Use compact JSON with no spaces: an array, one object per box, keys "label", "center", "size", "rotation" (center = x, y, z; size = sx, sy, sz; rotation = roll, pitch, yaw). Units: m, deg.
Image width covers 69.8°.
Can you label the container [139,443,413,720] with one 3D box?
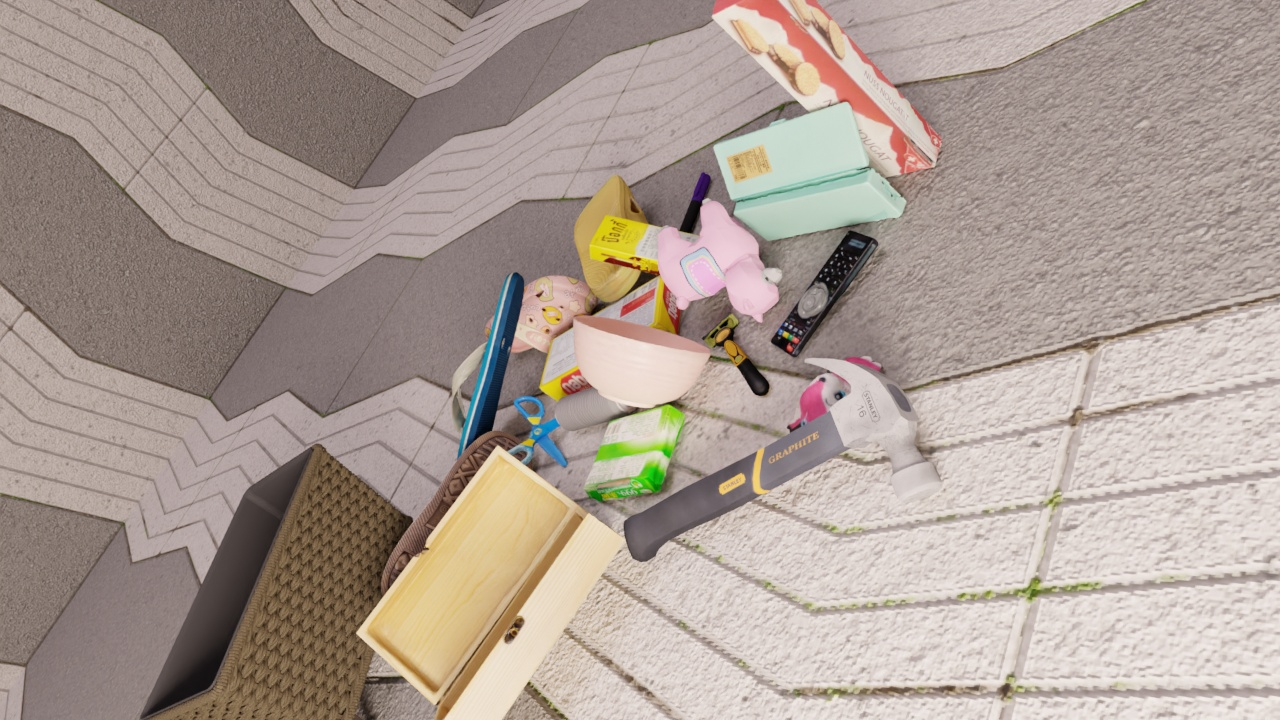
[{"label":"container","center":[-0.401,0.303,1.102],"size":[0.177,0.205,0.320],"rotation":[-29,36,32]}]

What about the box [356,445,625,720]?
[{"label":"box","center":[-0.143,0.239,0.924],"size":[0.253,0.119,0.247],"rotation":[26,76,48]}]

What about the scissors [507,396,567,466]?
[{"label":"scissors","center":[-0.127,0.089,1.122],"size":[0.126,0.013,0.125],"rotation":[-35,53,-17]}]

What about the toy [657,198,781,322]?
[{"label":"toy","center":[0.087,-0.101,1.015],"size":[0.123,0.067,0.157],"rotation":[-32,54,20]}]

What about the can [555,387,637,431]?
[{"label":"can","center":[-0.053,0.053,1.080],"size":[0.107,0.044,0.043],"rotation":[-19,42,42]}]

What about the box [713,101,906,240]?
[{"label":"box","center":[0.169,-0.189,0.964],"size":[0.187,0.138,0.055],"rotation":[-5,45,51]}]

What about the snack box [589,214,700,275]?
[{"label":"snack box","center":[0.017,-0.136,1.122],"size":[0.149,0.026,0.061],"rotation":[15,52,13]}]

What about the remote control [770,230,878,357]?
[{"label":"remote control","center":[0.185,-0.066,0.921],"size":[0.140,0.021,0.045],"rotation":[-54,29,3]}]

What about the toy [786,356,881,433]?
[{"label":"toy","center":[0.168,0.029,0.814],"size":[0.102,0.050,0.065],"rotation":[-47,25,-5]}]

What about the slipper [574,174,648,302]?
[{"label":"slipper","center":[-0.031,-0.157,1.250],"size":[0.100,0.078,0.263],"rotation":[-39,32,19]}]

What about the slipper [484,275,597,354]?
[{"label":"slipper","center":[-0.145,-0.047,1.276],"size":[0.198,0.093,0.081],"rotation":[-27,48,36]}]

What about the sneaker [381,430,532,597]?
[{"label":"sneaker","center":[-0.224,0.200,1.122],"size":[0.245,0.091,0.097],"rotation":[-58,5,-20]}]

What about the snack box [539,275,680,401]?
[{"label":"snack box","center":[-0.038,-0.024,1.148],"size":[0.201,0.042,0.092],"rotation":[-29,36,32]}]

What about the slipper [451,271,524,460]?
[{"label":"slipper","center":[-0.212,0.022,1.195],"size":[0.118,0.060,0.294],"rotation":[119,165,-85]}]

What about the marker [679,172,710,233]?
[{"label":"marker","center":[0.069,-0.199,1.223],"size":[0.015,0.018,0.133],"rotation":[2,56,30]}]

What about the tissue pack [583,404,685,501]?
[{"label":"tissue pack","center":[-0.008,0.101,0.977],"size":[0.114,0.034,0.099],"rotation":[-16,41,44]}]

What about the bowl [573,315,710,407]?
[{"label":"bowl","center":[-0.006,0.006,0.992],"size":[0.153,0.152,0.076],"rotation":[30,108,60]}]

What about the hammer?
[{"label":"hammer","center":[0.099,0.107,0.798],"size":[0.313,0.035,0.139],"rotation":[-35,61,35]}]

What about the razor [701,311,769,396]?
[{"label":"razor","center":[0.104,-0.004,0.962],"size":[0.044,0.021,0.144],"rotation":[-44,33,10]}]

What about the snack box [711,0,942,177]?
[{"label":"snack box","center":[0.187,-0.271,0.892],"size":[0.077,0.272,0.044],"rotation":[-3,60,51]}]
